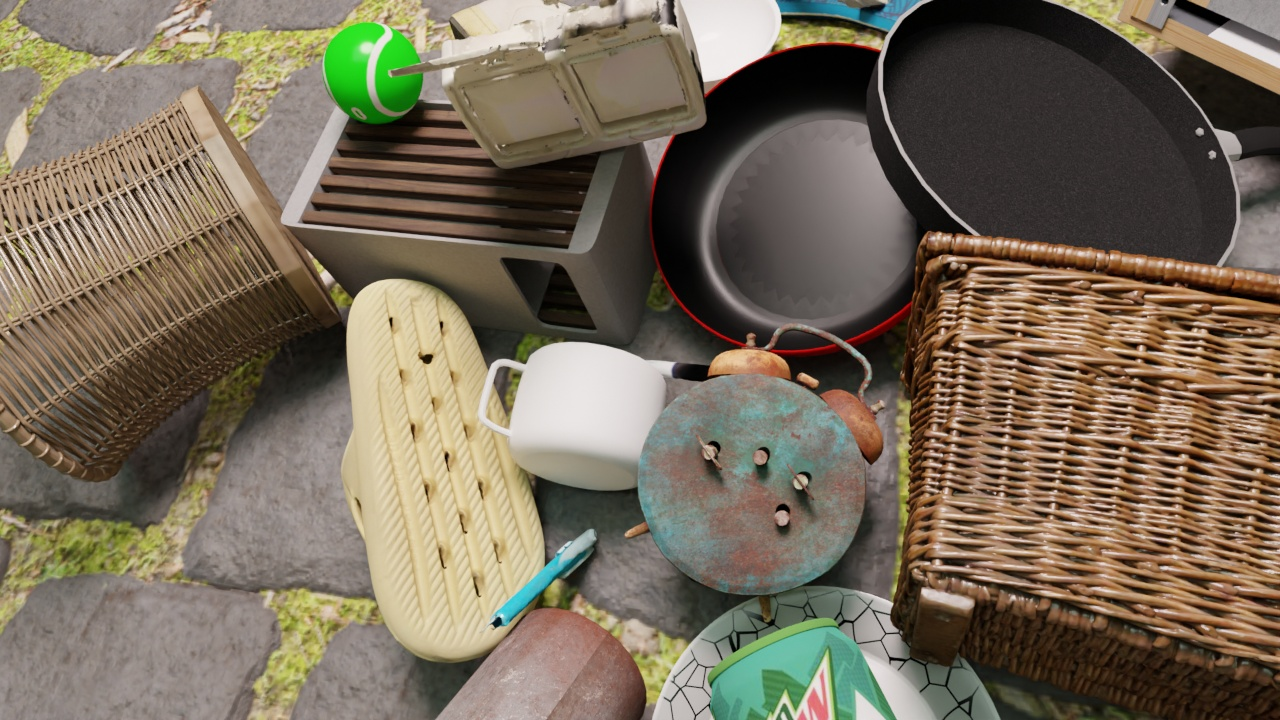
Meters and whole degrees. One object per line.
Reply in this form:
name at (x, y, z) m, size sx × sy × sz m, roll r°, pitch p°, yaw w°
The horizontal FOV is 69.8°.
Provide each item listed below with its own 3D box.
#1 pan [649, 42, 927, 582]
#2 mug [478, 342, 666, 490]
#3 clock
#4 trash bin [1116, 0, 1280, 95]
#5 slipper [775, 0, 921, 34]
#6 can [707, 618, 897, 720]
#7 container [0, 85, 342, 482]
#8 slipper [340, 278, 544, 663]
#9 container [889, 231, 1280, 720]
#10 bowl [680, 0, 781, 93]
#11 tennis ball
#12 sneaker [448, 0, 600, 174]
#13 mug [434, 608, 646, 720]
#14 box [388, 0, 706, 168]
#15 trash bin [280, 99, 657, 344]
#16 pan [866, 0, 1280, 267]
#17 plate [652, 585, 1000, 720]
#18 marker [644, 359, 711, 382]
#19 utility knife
pan at (0.089, -0.033, 0.593) m, size 0.209 × 0.067 × 0.356 m, roll 11°, pitch 84°, yaw 27°
mug at (-0.042, 0.035, 0.570) m, size 0.115 × 0.094 × 0.068 m, roll 18°, pitch 65°, yaw -18°
clock at (0.070, 0.054, 0.509) m, size 0.121 × 0.073 × 0.157 m, roll 29°, pitch 88°, yaw 13°
trash bin at (0.453, -0.290, 0.563) m, size 0.246 × 0.143 × 0.142 m, roll -34°, pitch 59°, yaw -22°
slipper at (0.161, -0.322, 0.739) m, size 0.295 × 0.060 × 0.118 m, roll 23°, pitch 67°, yaw 24°
can at (0.093, 0.205, 0.437) m, size 0.083 × 0.083 × 0.144 m, roll -25°, pitch 59°, yaw 0°
container at (-0.347, -0.062, 0.642) m, size 0.196 × 0.227 × 0.227 m, roll -31°, pitch 59°, yaw -11°
slipper at (-0.137, 0.068, 0.593) m, size 0.111 × 0.079 × 0.261 m, roll 0°, pitch 60°, yaw -33°
container at (0.242, 0.070, 0.444) m, size 0.250 × 0.162 × 0.182 m, roll 11°, pitch 65°, yaw 18°
bowl at (0.059, -0.249, 0.735) m, size 0.110 × 0.040 × 0.109 m, roll -6°, pitch 61°, yaw 11°
tennis ball at (-0.179, -0.192, 0.616) m, size 0.065 × 0.065 × 0.065 m, roll -6°, pitch 61°, yaw 11°
sneaker at (-0.058, -0.229, 0.735) m, size 0.102 × 0.089 × 0.241 m, roll -34°, pitch 55°, yaw -14°
mug at (-0.058, 0.209, 0.485) m, size 0.096 × 0.123 × 0.110 m, roll 24°, pitch 36°, yaw 23°
box at (-0.046, -0.164, 0.506) m, size 0.145 × 0.185 × 0.066 m, roll -10°, pitch 86°, yaw 14°
trash bin at (-0.111, -0.101, 0.656) m, size 0.229 × 0.114 × 0.114 m, roll 8°, pitch 65°, yaw 18°
pan at (0.300, -0.127, 0.550) m, size 0.356 × 0.034 × 0.225 m, roll -2°, pitch 63°, yaw -16°
plate at (0.097, 0.217, 0.490) m, size 0.189 × 0.016 × 0.188 m, roll -6°, pitch 61°, yaw 11°
marker at (-0.004, 0.004, 0.602) m, size 0.152 × 0.011 × 0.011 m, roll 6°, pitch 62°, yaw 42°
utility knife at (-0.058, 0.129, 0.532) m, size 0.022 × 0.117 × 0.015 m, roll -43°, pitch 84°, yaw 27°
